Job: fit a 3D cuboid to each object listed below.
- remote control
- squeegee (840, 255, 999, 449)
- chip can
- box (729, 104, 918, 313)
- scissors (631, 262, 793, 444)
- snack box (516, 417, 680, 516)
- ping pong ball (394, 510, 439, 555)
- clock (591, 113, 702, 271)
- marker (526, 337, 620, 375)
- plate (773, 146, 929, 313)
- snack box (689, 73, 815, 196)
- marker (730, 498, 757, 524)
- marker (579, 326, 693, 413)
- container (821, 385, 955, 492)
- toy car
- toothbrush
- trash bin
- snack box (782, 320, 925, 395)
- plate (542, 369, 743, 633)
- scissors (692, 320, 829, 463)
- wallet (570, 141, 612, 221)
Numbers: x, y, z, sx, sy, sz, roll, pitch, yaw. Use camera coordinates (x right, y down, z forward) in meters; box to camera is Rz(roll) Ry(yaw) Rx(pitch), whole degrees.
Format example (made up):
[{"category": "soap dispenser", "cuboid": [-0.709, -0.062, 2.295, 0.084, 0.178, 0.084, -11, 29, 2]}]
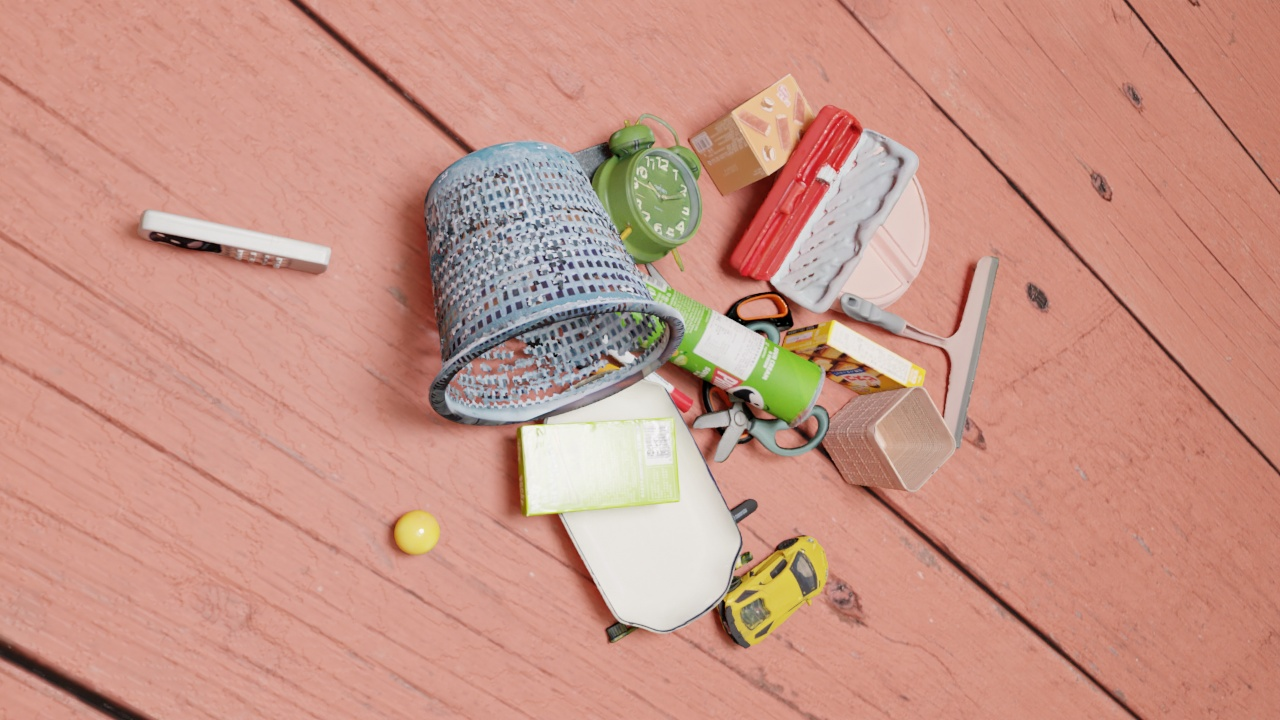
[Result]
[{"category": "remote control", "cuboid": [-0.342, -0.098, 0.780, 0.150, 0.058, 0.021, 10, 82, -24]}, {"category": "squeegee", "cuboid": [0.317, -0.040, 1.098, 0.249, 0.040, 0.247, 17, 85, -33]}, {"category": "chip can", "cuboid": [0.070, -0.016, 0.933, 0.236, 0.072, 0.072, 28, 73, -7]}, {"category": "box", "cuboid": [0.197, -0.157, 0.978, 0.102, 0.100, 0.202, 4, 121, -58]}, {"category": "scissors", "cuboid": [0.076, -0.014, 0.998, 0.233, 0.022, 0.221, -16, 88, -25]}, {"category": "snack box", "cuboid": [-0.039, 0.101, 0.883, 0.156, 0.026, 0.085, -3, 83, -21]}, {"category": "ping pong ball", "cuboid": [-0.203, 0.156, 0.834, 0.040, 0.040, 0.040, 3, 84, -26]}, {"category": "clock", "cuboid": [0.011, -0.178, 0.945, 0.116, 0.056, 0.161, 18, 69, -40]}, {"category": "marker", "cuboid": [-0.061, 0.000, 0.933, 0.123, 0.015, 0.018, 25, 76, -19]}, {"category": "plate", "cuboid": [0.258, -0.170, 1.094, 0.229, 0.028, 0.229, 2, 85, -26]}, {"category": "snack box", "cuboid": [0.126, -0.244, 1.000, 0.094, 0.093, 0.077, -38, 102, -24]}, {"category": "marker", "cuboid": [0.078, 0.183, 0.981, 0.124, 0.015, 0.018, -29, 97, -24]}, {"category": "marker", "cuboid": [-0.006, 0.006, 0.943, 0.145, 0.017, 0.017, 37, 71, -11]}, {"category": "container", "cuboid": [0.271, 0.088, 1.030, 0.090, 0.111, 0.090, -38, 102, -24]}, {"category": "toy car", "cuboid": [0.148, 0.247, 0.996, 0.155, 0.041, 0.071, -29, 98, -26]}, {"category": "toothbrush", "cuboid": [0.044, 0.244, 0.962, 0.185, 0.012, 0.017, -24, 85, -25]}, {"category": "trash bin", "cuboid": [-0.096, -0.075, 0.816, 0.226, 0.227, 0.195, -9, 68, -26]}, {"category": "snack box", "cuboid": [0.240, 0.001, 1.036, 0.140, 0.087, 0.033, 24, 74, -23]}, {"category": "plate", "cuboid": [-0.004, 0.141, 0.925, 0.161, 0.034, 0.265, -29, 94, -21]}, {"category": "scissors", "cuboid": [0.140, 0.051, 0.993, 0.181, 0.019, 0.170, 33, 68, -17]}, {"category": "wallet", "cuboid": [-0.067, -0.162, 0.942, 0.120, 0.019, 0.097, -25, 97, -24]}]
